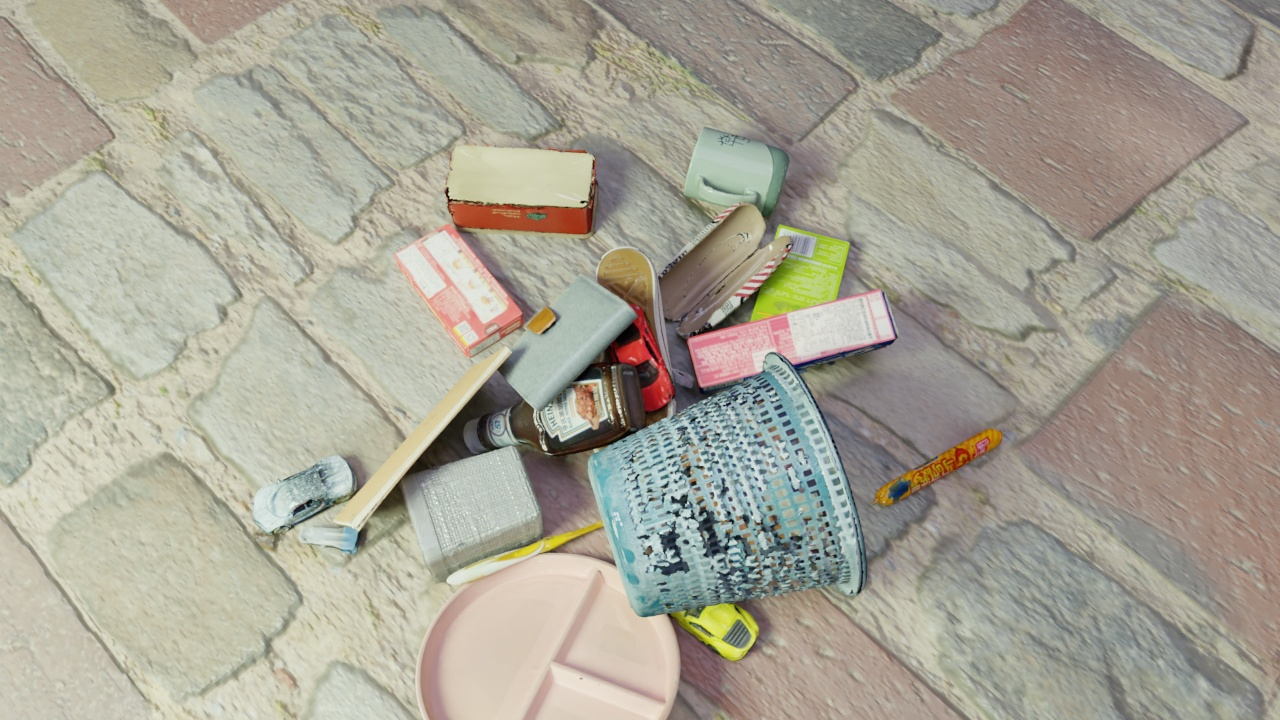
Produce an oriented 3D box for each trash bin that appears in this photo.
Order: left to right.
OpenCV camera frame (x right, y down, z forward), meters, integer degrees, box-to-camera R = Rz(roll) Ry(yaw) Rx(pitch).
[{"bbox_3d":[0.064,0.127,0.816,0.195,0.227,0.226,-17,65,-3],"label":"trash bin"}]

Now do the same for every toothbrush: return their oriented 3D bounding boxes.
[{"bbox_3d":[-0.094,0.175,0.880,0.191,0.018,0.016,-17,41,-22],"label":"toothbrush"}]

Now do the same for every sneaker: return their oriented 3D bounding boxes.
[{"bbox_3d":[-0.006,0.006,0.949,0.118,0.088,0.241,-4,85,11],"label":"sneaker"}]

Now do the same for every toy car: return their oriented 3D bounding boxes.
[{"bbox_3d":[-0.335,0.132,0.911,0.105,0.031,0.049,-28,65,-12],"label":"toy car"},{"bbox_3d":[-0.003,-0.001,0.888,0.049,0.031,0.106,-23,83,10],"label":"toy car"},{"bbox_3d":[0.062,0.236,0.862,0.105,0.032,0.048,34,68,17],"label":"toy car"}]

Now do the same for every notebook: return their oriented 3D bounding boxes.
[{"bbox_3d":[-0.213,0.076,0.884,0.012,0.150,0.211,44,68,-12],"label":"notebook"}]

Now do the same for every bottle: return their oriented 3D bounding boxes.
[{"bbox_3d":[-0.089,0.055,0.894,0.195,0.044,0.080,-15,80,29],"label":"bottle"}]

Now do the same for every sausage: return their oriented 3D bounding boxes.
[{"bbox_3d":[0.304,0.108,0.933,0.165,0.021,0.021,-26,66,-13],"label":"sausage"}]

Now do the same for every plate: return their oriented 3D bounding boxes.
[{"bbox_3d":[-0.080,0.269,0.807,0.229,0.028,0.229,1,41,-1],"label":"plate"}]

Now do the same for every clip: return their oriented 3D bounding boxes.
[{"bbox_3d":[-0.304,0.174,0.898,0.058,0.036,0.025,6,65,-2],"label":"clip"}]

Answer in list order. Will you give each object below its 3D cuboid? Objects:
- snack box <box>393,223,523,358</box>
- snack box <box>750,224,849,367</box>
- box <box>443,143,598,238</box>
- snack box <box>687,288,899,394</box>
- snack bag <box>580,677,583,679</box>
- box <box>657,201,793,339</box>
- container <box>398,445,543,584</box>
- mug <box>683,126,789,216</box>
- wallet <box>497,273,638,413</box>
[{"bbox_3d":[-0.203,-0.080,1.021,0.075,0.025,0.153,-34,69,-17],"label":"snack box"},{"bbox_3d":[0.175,-0.074,1.021,0.086,0.026,0.156,15,64,7],"label":"snack box"},{"bbox_3d":[-0.135,-0.201,1.053,0.168,0.078,0.091,3,64,1],"label":"box"},{"bbox_3d":[0.155,-0.017,0.948,0.207,0.057,0.058,-14,79,3],"label":"snack box"},{"bbox_3d":[-0.046,0.278,0.842,0.105,0.026,0.045,3,67,2],"label":"snack bag"},{"bbox_3d":[0.083,-0.100,0.996,0.162,0.076,0.087,-45,102,-4],"label":"box"},{"bbox_3d":[-0.158,0.144,0.876,0.114,0.090,0.090,-19,65,-13],"label":"container"},{"bbox_3d":[0.108,-0.208,1.048,0.106,0.082,0.111,18,39,4],"label":"mug"},{"bbox_3d":[-0.077,-0.022,0.875,0.129,0.037,0.106,-46,38,-5],"label":"wallet"}]
